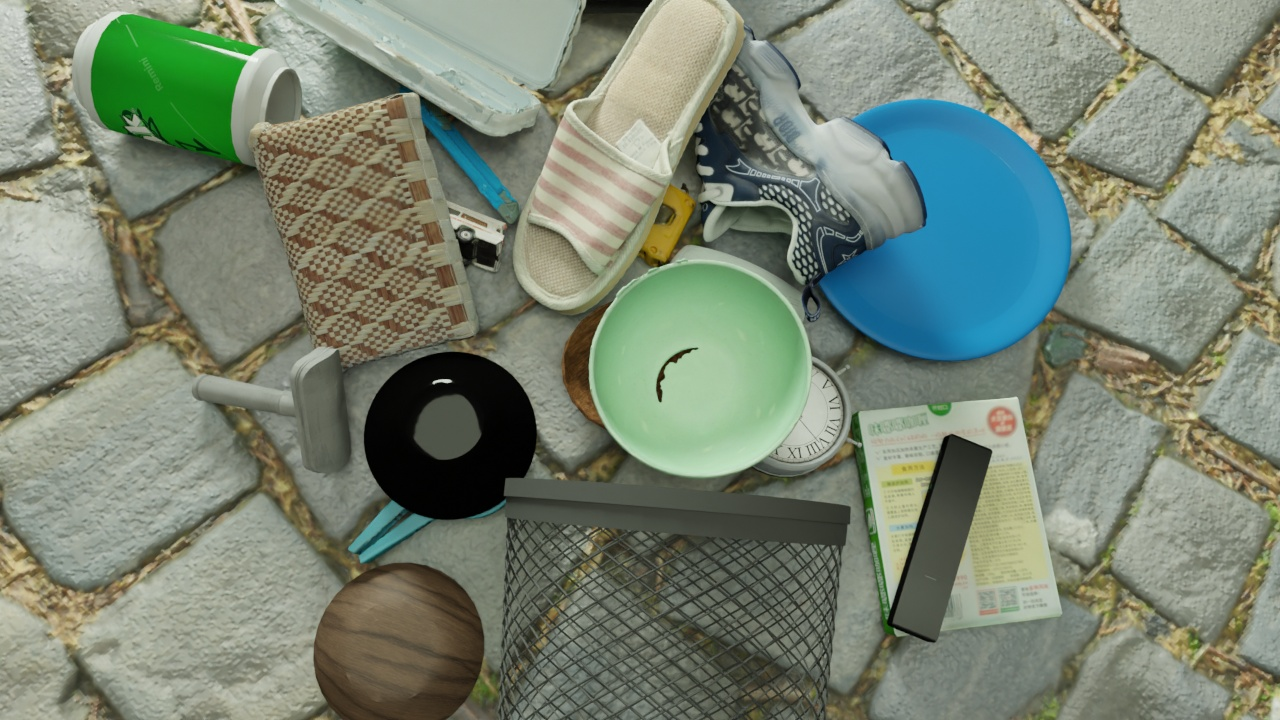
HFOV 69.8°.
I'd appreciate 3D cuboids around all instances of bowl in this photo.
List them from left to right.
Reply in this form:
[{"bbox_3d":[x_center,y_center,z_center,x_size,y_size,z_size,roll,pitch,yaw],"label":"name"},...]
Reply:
[{"bbox_3d":[-0.171,0.202,0.640,0.119,0.032,0.119,1,77,-5],"label":"bowl"},{"bbox_3d":[-0.135,0.047,0.643,0.124,0.053,0.124,2,76,-6],"label":"bowl"},{"bbox_3d":[-0.004,0.004,0.703,0.114,0.026,0.102,-31,82,-12],"label":"bowl"},{"bbox_3d":[0.041,0.012,0.647,0.151,0.077,0.150,-1,76,2],"label":"bowl"}]

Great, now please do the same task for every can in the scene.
[{"bbox_3d":[-0.336,-0.202,0.688,0.140,0.088,0.087,14,76,-2],"label":"can"}]

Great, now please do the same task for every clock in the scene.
[{"bbox_3d":[0.101,0.041,0.700,0.122,0.035,0.094,-4,77,-7],"label":"clock"}]

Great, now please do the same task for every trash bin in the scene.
[{"bbox_3d":[0.014,0.197,0.570,0.217,0.218,0.227,5,81,-4],"label":"trash bin"}]

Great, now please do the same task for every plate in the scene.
[{"bbox_3d":[0.238,-0.106,0.751,0.224,0.024,0.224,1,77,-4],"label":"plate"}]

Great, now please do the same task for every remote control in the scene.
[{"bbox_3d":[0.073,-0.049,0.721,0.114,0.028,0.060,24,77,-2],"label":"remote control"},{"bbox_3d":[0.220,0.128,0.673,0.034,0.013,0.149,22,75,1],"label":"remote control"}]

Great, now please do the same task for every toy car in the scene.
[{"bbox_3d":[-0.157,-0.107,0.711,0.113,0.039,0.038,22,55,1],"label":"toy car"}]

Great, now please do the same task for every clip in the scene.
[{"bbox_3d":[-0.141,0.102,0.671,0.120,0.033,0.122,16,76,-5],"label":"clip"}]

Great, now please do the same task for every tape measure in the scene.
[{"bbox_3d":[0.008,-0.115,0.730,0.059,0.030,0.068,28,76,-1],"label":"tape measure"}]

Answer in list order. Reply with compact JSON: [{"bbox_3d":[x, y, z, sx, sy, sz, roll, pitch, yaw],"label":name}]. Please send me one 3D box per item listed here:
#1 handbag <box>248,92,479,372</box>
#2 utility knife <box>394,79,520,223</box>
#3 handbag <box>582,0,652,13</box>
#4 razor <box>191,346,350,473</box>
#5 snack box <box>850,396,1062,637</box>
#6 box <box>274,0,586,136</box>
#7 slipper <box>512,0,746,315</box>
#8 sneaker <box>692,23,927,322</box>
[{"bbox_3d":[-0.199,-0.092,0.669,0.124,0.047,0.186,-13,101,1],"label":"handbag"},{"bbox_3d":[-0.165,-0.192,0.732,0.220,0.031,0.015,48,119,9],"label":"utility knife"},{"bbox_3d":[0.025,-0.361,0.736,0.196,0.072,0.175,17,76,17],"label":"handbag"},{"bbox_3d":[-0.269,0.028,0.660,0.116,0.047,0.088,9,117,15],"label":"razor"},{"bbox_3d":[0.238,0.117,0.699,0.132,0.027,0.168,-5,77,-7],"label":"snack box"},{"bbox_3d":[-0.163,-0.268,0.701,0.210,0.104,0.129,26,118,4],"label":"box"},{"bbox_3d":[-0.014,-0.157,0.678,0.115,0.052,0.263,33,97,25],"label":"slipper"},{"bbox_3d":[0.081,-0.155,0.709,0.132,0.103,0.269,-45,70,5],"label":"sneaker"}]
